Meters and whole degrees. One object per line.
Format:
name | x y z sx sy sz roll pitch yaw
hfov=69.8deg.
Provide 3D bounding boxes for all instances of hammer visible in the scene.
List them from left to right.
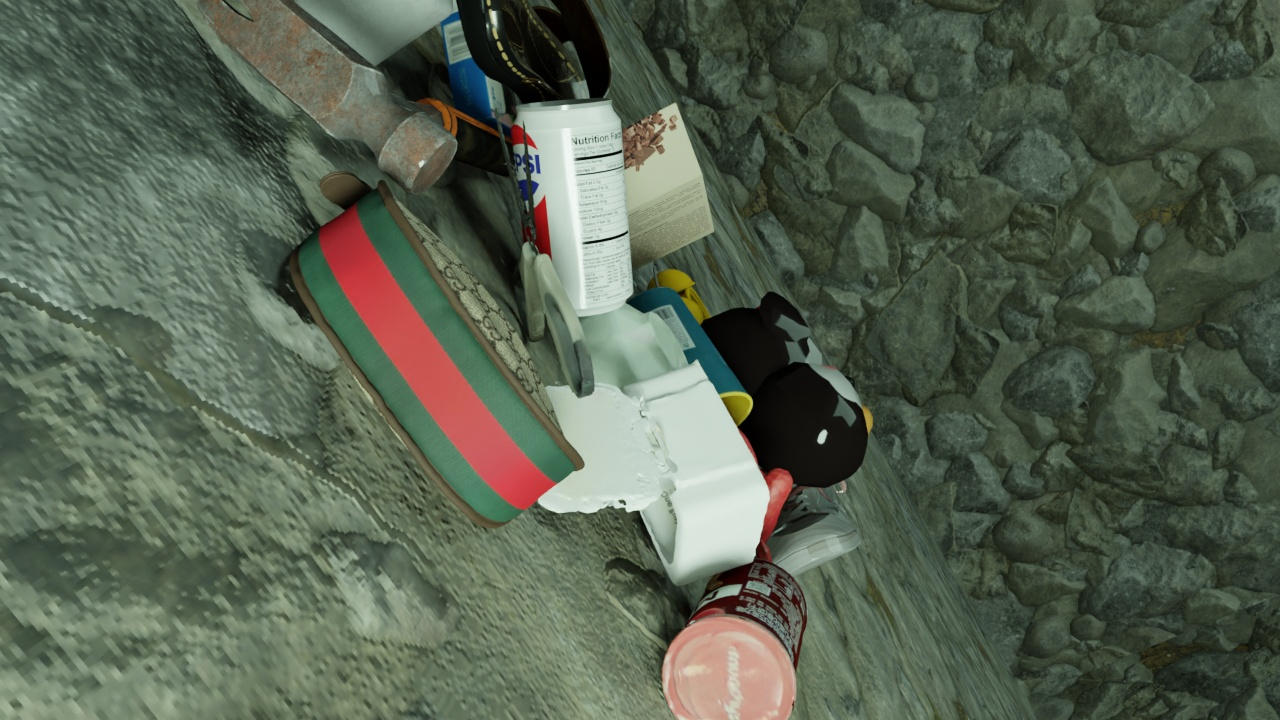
hammer | -0.127 -0.142 0.535 0.138 0.035 0.314 39 9 1

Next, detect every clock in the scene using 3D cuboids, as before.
clock | 0.049 -0.026 0.914 0.152 0.052 0.113 57 14 -31

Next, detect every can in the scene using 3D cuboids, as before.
can | -0.044 -0.100 0.599 0.070 0.070 0.132 -75 162 -70

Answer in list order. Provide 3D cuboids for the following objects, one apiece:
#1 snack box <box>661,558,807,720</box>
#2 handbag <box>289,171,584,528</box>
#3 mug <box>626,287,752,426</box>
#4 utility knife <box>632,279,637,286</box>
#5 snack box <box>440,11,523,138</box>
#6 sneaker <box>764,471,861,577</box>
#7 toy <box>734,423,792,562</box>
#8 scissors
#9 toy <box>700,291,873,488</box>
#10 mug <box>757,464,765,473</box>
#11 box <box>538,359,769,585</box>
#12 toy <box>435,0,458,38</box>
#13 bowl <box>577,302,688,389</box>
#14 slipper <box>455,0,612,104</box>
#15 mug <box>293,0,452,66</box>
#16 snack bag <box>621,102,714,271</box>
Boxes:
snack box | 0.059 0.165 0.537 0.072 0.072 0.121 61 14 3
handbag | -0.089 -0.008 0.417 0.166 0.063 0.138 55 -2 -5
mug | 0.030 0.003 0.750 0.078 0.078 0.121 35 24 -59
utility knife | -0.041 -0.122 0.869 0.141 0.015 0.022 56 8 -27
snack box | -0.104 -0.208 0.734 0.154 0.033 0.088 6 73 -72
sneaker | 0.139 0.132 0.830 0.089 0.099 0.236 63 7 6
toy | 0.072 0.105 0.688 0.133 0.088 0.094 65 4 12
scissors | -0.057 -0.053 0.511 0.158 0.012 0.170 126 -53 -67
toy | 0.113 0.039 0.788 0.184 0.140 0.159 -133 -136 -52
mug | 0.168 0.107 0.992 0.096 0.080 0.116 42 17 -50
box | -0.006 0.065 0.527 0.152 0.132 0.107 91 -25 -52
toy | -0.147 -0.278 0.753 0.122 0.038 0.079 35 42 -60
bowl | -0.004 0.004 0.652 0.117 0.061 0.117 53 17 -24
slipper | -0.060 -0.223 0.665 0.267 0.076 0.113 -2 80 -80
mug | -0.166 -0.232 0.535 0.113 0.071 0.084 64 15 7
snack bag | 0.002 -0.163 0.840 0.070 0.094 0.206 65 3 16
